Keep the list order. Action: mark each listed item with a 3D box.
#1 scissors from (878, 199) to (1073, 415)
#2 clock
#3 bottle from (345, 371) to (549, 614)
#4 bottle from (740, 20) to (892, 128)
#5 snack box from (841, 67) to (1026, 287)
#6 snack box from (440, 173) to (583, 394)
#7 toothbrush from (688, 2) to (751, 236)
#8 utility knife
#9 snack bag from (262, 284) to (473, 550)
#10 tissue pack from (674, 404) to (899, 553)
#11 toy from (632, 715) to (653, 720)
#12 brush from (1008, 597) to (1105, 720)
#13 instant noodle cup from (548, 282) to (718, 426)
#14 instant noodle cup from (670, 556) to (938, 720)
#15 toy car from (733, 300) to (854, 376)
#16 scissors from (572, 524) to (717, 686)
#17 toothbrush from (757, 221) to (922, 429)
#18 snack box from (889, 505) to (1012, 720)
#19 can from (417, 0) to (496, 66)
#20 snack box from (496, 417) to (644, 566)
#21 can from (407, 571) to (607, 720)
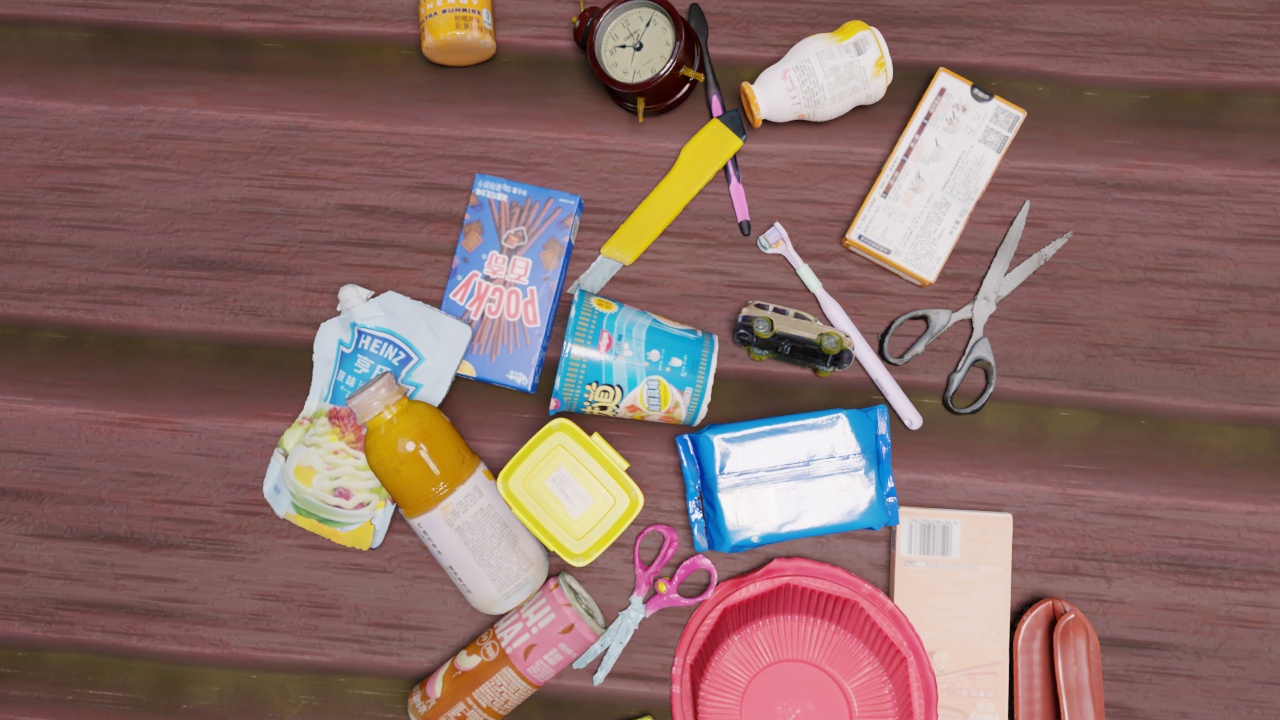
[{"bbox_3d":[0.258,-0.038,0.699,0.159,0.014,0.170,-7,83,0],"label":"scissors"},{"bbox_3d":[-0.004,-0.245,0.701,0.082,0.055,0.122,-31,81,14],"label":"clock"},{"bbox_3d":[-0.139,0.094,0.655,0.068,0.068,0.189,-33,104,0],"label":"bottle"},{"bbox_3d":[0.131,-0.211,0.693,0.108,0.063,0.063,-21,84,1],"label":"bottle"},{"bbox_3d":[0.223,-0.139,0.700,0.075,0.026,0.153,29,88,5],"label":"snack box"},{"bbox_3d":[-0.104,-0.060,0.711,0.084,0.026,0.157,13,86,6],"label":"snack box"},{"bbox_3d":[0.063,-0.189,0.722,0.014,0.018,0.189,-13,88,3],"label":"toothbrush"},{"bbox_3d":[0.013,-0.119,0.713,0.033,0.015,0.193,44,94,6],"label":"utility knife"},{"bbox_3d":[-0.209,0.039,0.691,0.110,0.038,0.191,24,95,14],"label":"snack bag"},{"bbox_3d":[0.109,0.086,0.675,0.157,0.052,0.095,-9,87,2],"label":"tissue pack"},{"bbox_3d":[-0.011,0.315,0.673,0.100,0.031,0.096,-15,84,6],"label":"toy"},{"bbox_3d":[0.295,0.241,0.643,0.063,0.069,0.145,0,85,2],"label":"brush"},{"bbox_3d":[-0.004,0.004,0.672,0.110,0.099,0.099,13,86,-5],"label":"instant noodle cup"},{"bbox_3d":[0.109,0.240,0.641,0.194,0.066,0.193,-2,83,14],"label":"instant noodle cup"},{"bbox_3d":[0.116,-0.017,0.687,0.090,0.042,0.035,17,64,10],"label":"toy car"},{"bbox_3d":[-0.010,0.182,0.693,0.137,0.017,0.077,-43,75,5],"label":"scissors"},{"bbox_3d":[0.154,-0.025,0.698,0.021,0.029,0.189,-33,84,-38],"label":"toothbrush"},{"bbox_3d":[0.225,0.188,0.672,0.084,0.026,0.157,3,86,3],"label":"snack box"},{"bbox_3d":[-0.147,-0.309,0.718,0.058,0.058,0.146,-6,85,2],"label":"can"},{"bbox_3d":[-0.046,0.093,0.668,0.091,0.080,0.082,44,89,6],"label":"snack box"},{"bbox_3d":[-0.097,0.221,0.671,0.147,0.058,0.058,-39,84,-1],"label":"can"}]
